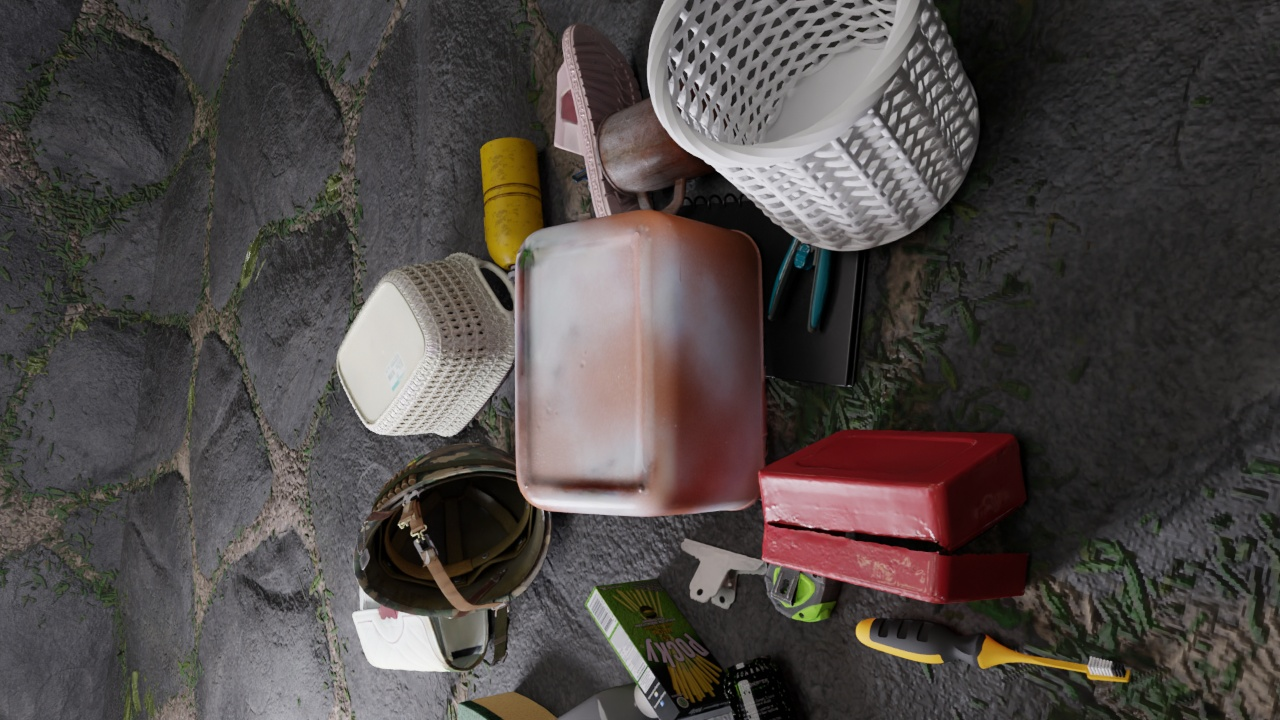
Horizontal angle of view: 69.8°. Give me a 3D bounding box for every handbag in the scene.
[{"bbox_3d":[-0.286,0.329,1.183,0.199,0.096,0.142,-19,73,44],"label":"handbag"}]

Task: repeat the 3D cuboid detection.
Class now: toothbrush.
[{"bbox_3d":[0.244,0.208,0.659,0.197,0.031,0.031,-4,128,43],"label":"toothbrush"}]

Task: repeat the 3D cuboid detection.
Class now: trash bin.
[{"bbox_3d":[-0.005,0.005,0.813,0.182,0.157,0.259,-3,84,37],"label":"trash bin"}]

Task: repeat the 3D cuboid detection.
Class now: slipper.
[{"bbox_3d":[-0.044,-0.233,0.970,0.065,0.094,0.239,-19,79,41],"label":"slipper"}]

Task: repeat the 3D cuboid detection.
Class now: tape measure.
[{"bbox_3d":[0.135,0.189,0.773,0.066,0.035,0.058,8,93,48],"label":"tape measure"}]

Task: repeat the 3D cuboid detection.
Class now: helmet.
[{"bbox_3d":[-0.208,0.201,1.020,0.224,0.193,0.236,-36,28,-10],"label":"helmet"}]

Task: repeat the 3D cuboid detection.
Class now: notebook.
[{"bbox_3d":[0.105,-0.071,0.845,0.232,0.019,0.169,7,93,48],"label":"notebook"}]

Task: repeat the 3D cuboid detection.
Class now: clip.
[{"bbox_3d":[0.073,0.203,0.856,0.102,0.040,0.054,5,70,49],"label":"clip"}]

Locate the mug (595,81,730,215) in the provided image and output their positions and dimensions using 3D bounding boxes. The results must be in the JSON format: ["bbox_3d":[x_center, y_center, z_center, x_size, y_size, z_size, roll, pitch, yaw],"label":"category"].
[{"bbox_3d":[0.025,-0.198,0.894,0.110,0.096,0.123,-9,88,51],"label":"mug"}]

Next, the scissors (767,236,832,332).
[{"bbox_3d":[0.142,-0.094,0.774,0.151,0.019,0.130,-35,69,34],"label":"scissors"}]

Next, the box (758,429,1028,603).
[{"bbox_3d":[0.180,0.104,0.663,0.158,0.135,0.117,2,89,47],"label":"box"}]

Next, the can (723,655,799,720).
[{"bbox_3d":[0.112,0.323,0.772,0.054,0.053,0.137,-38,60,39],"label":"can"}]

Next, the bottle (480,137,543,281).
[{"bbox_3d":[-0.153,-0.176,1.101,0.071,0.071,0.163,-18,73,46],"label":"bottle"}]

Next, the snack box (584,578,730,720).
[{"bbox_3d":[0.019,0.270,0.861,0.147,0.080,0.025,48,120,39],"label":"snack box"}]

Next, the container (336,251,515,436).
[{"bbox_3d":[-0.273,-0.013,1.164,0.252,0.143,0.184,-47,68,35],"label":"container"}]

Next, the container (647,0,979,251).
[{"bbox_3d":[0.132,-0.196,0.667,0.190,0.186,0.189,-9,72,30],"label":"container"}]

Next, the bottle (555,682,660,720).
[{"bbox_3d":[-0.024,0.353,0.900,0.174,0.083,0.046,-45,56,35],"label":"bottle"}]

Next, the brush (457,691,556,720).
[{"bbox_3d":[-0.143,0.522,1.020,0.195,0.075,0.250,22,103,47],"label":"brush"}]

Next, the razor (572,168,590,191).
[{"bbox_3d":[-0.029,-0.157,1.001,0.042,0.022,0.144,-28,65,3],"label":"razor"}]
